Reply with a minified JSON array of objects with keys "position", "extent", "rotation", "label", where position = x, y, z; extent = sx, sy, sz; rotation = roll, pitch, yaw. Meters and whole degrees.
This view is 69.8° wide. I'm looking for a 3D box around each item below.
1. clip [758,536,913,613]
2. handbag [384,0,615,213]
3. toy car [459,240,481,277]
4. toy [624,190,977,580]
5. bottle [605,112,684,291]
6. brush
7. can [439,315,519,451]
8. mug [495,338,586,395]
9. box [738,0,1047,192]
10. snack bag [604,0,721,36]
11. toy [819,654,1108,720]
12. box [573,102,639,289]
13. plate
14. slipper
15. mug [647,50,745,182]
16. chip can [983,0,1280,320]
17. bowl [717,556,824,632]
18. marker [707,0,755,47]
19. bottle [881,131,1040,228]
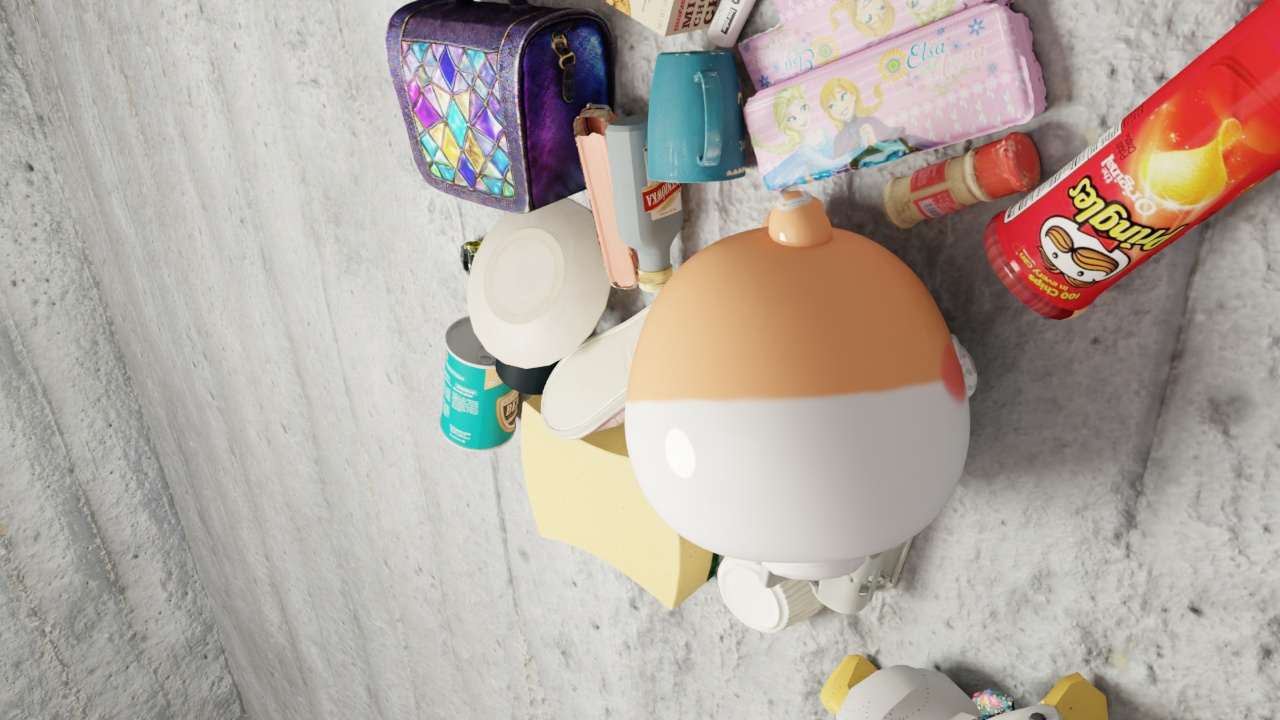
[{"position":[0.176,0.172,0.829],"extent":[0.081,0.147,0.125],"rotation":[-103,17,-57],"label":"clip"},{"position":[-0.137,-0.273,0.896],"extent":[0.205,0.125,0.222],"rotation":[22,129,38],"label":"handbag"},{"position":[-0.178,-0.114,1.104],"extent":[0.107,0.030,0.049],"rotation":[23,128,34],"label":"toy car"},{"position":[0.120,0.020,0.702],"extent":[0.266,0.262,0.281],"rotation":[-3,93,4],"label":"toy"},{"position":[0.008,-0.145,0.858],"extent":[0.046,0.072,0.161],"rotation":[15,122,38],"label":"bottle"},{"position":[-0.026,0.149,1.061],"extent":[0.250,0.075,0.195],"rotation":[20,125,38],"label":"brush"},{"position":[-0.199,0.029,1.155],"extent":[0.099,0.099,0.144],"rotation":[37,134,26],"label":"can"},{"position":[-0.101,-0.017,1.049],"extent":[0.121,0.085,0.095],"rotation":[20,131,3],"label":"mug"},{"position":[0.167,-0.226,0.680],"extent":[0.231,0.035,0.159],"rotation":[-8,104,47],"label":"box"},{"position":[-0.020,-0.364,0.764],"extent":[0.206,0.069,0.095],"rotation":[39,135,24],"label":"snack bag"},{"position":[0.256,0.345,0.807],"extent":[0.141,0.246,0.268],"rotation":[61,162,-1],"label":"toy"},{"position":[-0.028,-0.153,0.884],"extent":[0.058,0.053,0.187],"rotation":[41,152,51],"label":"box"},{"position":[-0.117,-0.087,0.980],"extent":[0.189,0.027,0.188],"rotation":[-6,78,28],"label":"plate"},{"position":[-0.006,0.005,0.946],"extent":[0.275,0.054,0.114],"rotation":[-31,50,38],"label":"slipper"},{"position":[0.049,-0.203,0.762],"extent":[0.112,0.084,0.104],"rotation":[-116,23,-71],"label":"mug"},{"position":[0.314,-0.116,0.546],"extent":[0.087,0.086,0.214],"rotation":[53,138,10],"label":"chip can"},{"position":[0.130,0.231,0.954],"extent":[0.115,0.062,0.115],"rotation":[24,128,35],"label":"bowl"},{"position":[0.088,-0.306,0.719],"extent":[0.025,0.025,0.126],"rotation":[47,138,17],"label":"marker"},{"position":[0.228,-0.128,0.661],"extent":[0.109,0.044,0.044],"rotation":[-14,101,50],"label":"bottle"}]
